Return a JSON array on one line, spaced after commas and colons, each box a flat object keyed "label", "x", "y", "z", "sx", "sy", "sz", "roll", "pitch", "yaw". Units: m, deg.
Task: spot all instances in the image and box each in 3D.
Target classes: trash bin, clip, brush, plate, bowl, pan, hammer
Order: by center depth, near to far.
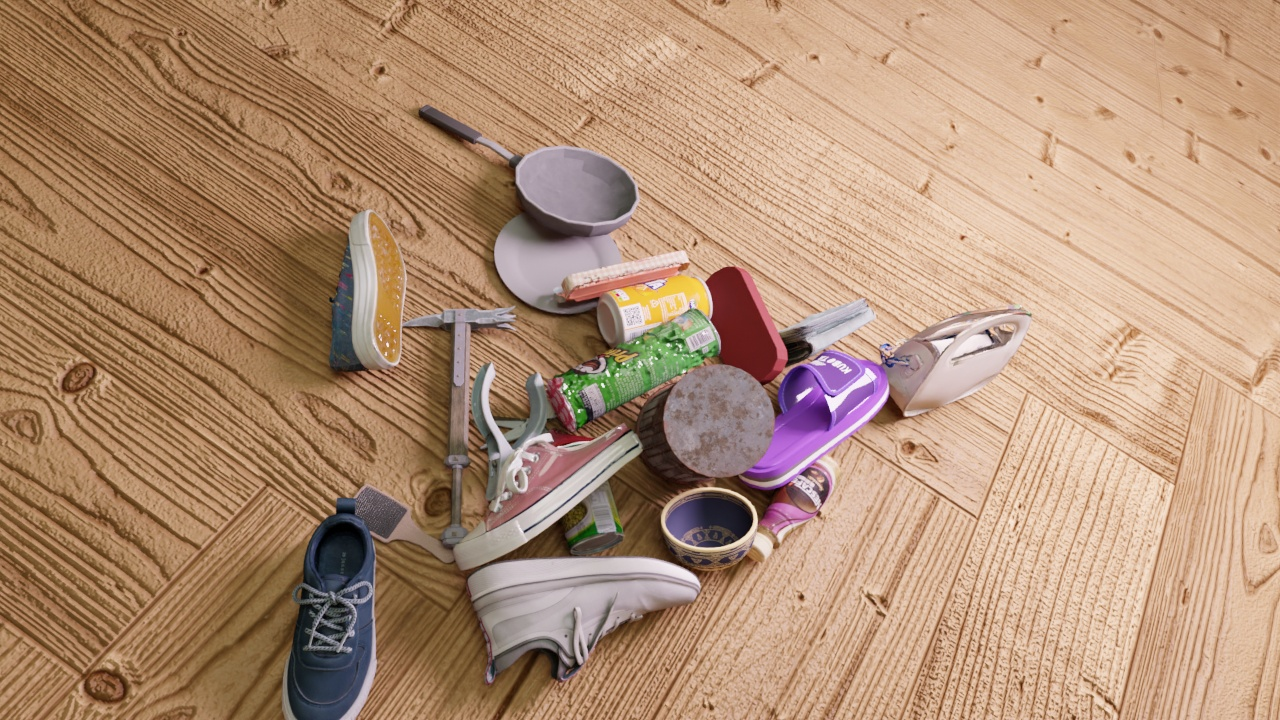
[{"label": "brush", "x": -0.266, "y": 0.188, "z": 1.033, "sx": 0.135, "sy": 0.015, "sz": 0.049, "roll": 29, "pitch": 56, "yaw": 2}, {"label": "trash bin", "x": 0.070, "y": 0.079, "z": 1.077, "sx": 0.130, "sy": 0.211, "sz": 0.130, "roll": 1, "pitch": 81, "yaw": -8}, {"label": "bowl", "x": 0.082, "y": 0.209, "z": 1.087, "sx": 0.112, "sy": 0.061, "sz": 0.112, "roll": -3, "pitch": 31, "yaw": 2}, {"label": "hammer", "x": -0.223, "y": 0.073, "z": 1.101, "sx": 0.147, "sy": 0.028, "sz": 0.316, "roll": -2, "pitch": 59, "yaw": -6}, {"label": "clip", "x": -0.135, "y": 0.089, "z": 1.102, "sx": 0.141, "sy": 0.029, "sz": 0.171, "roll": 3, "pitch": 77, "yaw": -43}, {"label": "brush", "x": 0.143, "y": -0.045, "z": 1.254, "sx": 0.041, "sy": 0.082, "sz": 0.173, "roll": 7, "pitch": 53, "yaw": -48}, {"label": "plate", "x": -0.113, "y": -0.138, "z": 1.271, "sx": 0.178, "sy": 0.012, "sz": 0.178, "roll": 7, "pitch": 59, "yaw": -12}, {"label": "pan", "x": -0.169, "y": -0.279, "z": 1.318, "sx": 0.357, "sy": 0.041, "sz": 0.178, "roll": 30, "pitch": 46, "yaw": 10}]

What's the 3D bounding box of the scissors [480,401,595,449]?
[{"label": "scissors", "x": -0.097, "y": 0.077, "z": 1.148, "sx": 0.193, "sy": 0.015, "sz": 0.178, "roll": 31, "pitch": 58, "yaw": 4}]

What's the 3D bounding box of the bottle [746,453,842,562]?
[{"label": "bottle", "x": 0.186, "y": 0.183, "z": 1.140, "sx": 0.059, "sy": 0.060, "sz": 0.165, "roll": 41, "pitch": 58, "yaw": 10}]

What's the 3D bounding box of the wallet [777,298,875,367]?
[{"label": "wallet", "x": 0.250, "y": -0.042, "z": 1.272, "sx": 0.131, "sy": 0.101, "sz": 0.054, "roll": -28, "pitch": 97, "yaw": -26}]

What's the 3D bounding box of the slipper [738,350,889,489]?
[{"label": "slipper", "x": 0.220, "y": 0.053, "z": 1.186, "sx": 0.265, "sy": 0.084, "sz": 0.107, "roll": -36, "pitch": 30, "yaw": -27}]

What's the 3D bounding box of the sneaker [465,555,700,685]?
[{"label": "sneaker", "x": -0.055, "y": 0.281, "z": 1.002, "sx": 0.262, "sy": 0.097, "sz": 0.128, "roll": 1, "pitch": 72, "yaw": -17}]

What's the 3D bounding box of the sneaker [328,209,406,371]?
[{"label": "sneaker", "x": -0.347, "y": -0.082, "z": 1.145, "sx": 0.079, "sy": 0.087, "sz": 0.235, "roll": -19, "pitch": 58, "yaw": 13}]

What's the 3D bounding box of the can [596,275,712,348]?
[{"label": "can", "x": 0.018, "y": -0.066, "z": 1.226, "sx": 0.142, "sy": 0.079, "sz": 0.079, "roll": -15, "pitch": 66, "yaw": -23}]

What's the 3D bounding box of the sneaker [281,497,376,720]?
[{"label": "sneaker", "x": -0.311, "y": 0.260, "z": 0.934, "sx": 0.089, "sy": 0.088, "sz": 0.235, "roll": 4, "pitch": 59, "yaw": -14}]

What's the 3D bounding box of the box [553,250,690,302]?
[{"label": "box", "x": -0.024, "y": -0.110, "z": 1.231, "sx": 0.186, "sy": 0.083, "sz": 0.043, "roll": -14, "pitch": 76, "yaw": -25}]

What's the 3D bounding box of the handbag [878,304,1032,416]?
[{"label": "handbag", "x": 0.427, "y": -0.021, "z": 1.250, "sx": 0.200, "sy": 0.200, "sz": 0.093, "roll": -15, "pitch": 62, "yaw": -26}]

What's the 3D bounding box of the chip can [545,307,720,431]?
[{"label": "chip can", "x": -0.006, "y": 0.008, "z": 1.145, "sx": 0.222, "sy": 0.076, "sz": 0.075, "roll": -27, "pitch": 71, "yaw": -21}]

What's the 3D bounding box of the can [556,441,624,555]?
[{"label": "can", "x": -0.066, "y": 0.160, "z": 1.077, "sx": 0.067, "sy": 0.067, "sz": 0.120, "roll": -8, "pitch": 64, "yaw": -20}]

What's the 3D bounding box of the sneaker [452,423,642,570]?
[{"label": "sneaker", "x": -0.114, "y": 0.134, "z": 1.004, "sx": 0.241, "sy": 0.118, "sz": 0.088, "roll": -36, "pitch": 89, "yaw": -8}]
